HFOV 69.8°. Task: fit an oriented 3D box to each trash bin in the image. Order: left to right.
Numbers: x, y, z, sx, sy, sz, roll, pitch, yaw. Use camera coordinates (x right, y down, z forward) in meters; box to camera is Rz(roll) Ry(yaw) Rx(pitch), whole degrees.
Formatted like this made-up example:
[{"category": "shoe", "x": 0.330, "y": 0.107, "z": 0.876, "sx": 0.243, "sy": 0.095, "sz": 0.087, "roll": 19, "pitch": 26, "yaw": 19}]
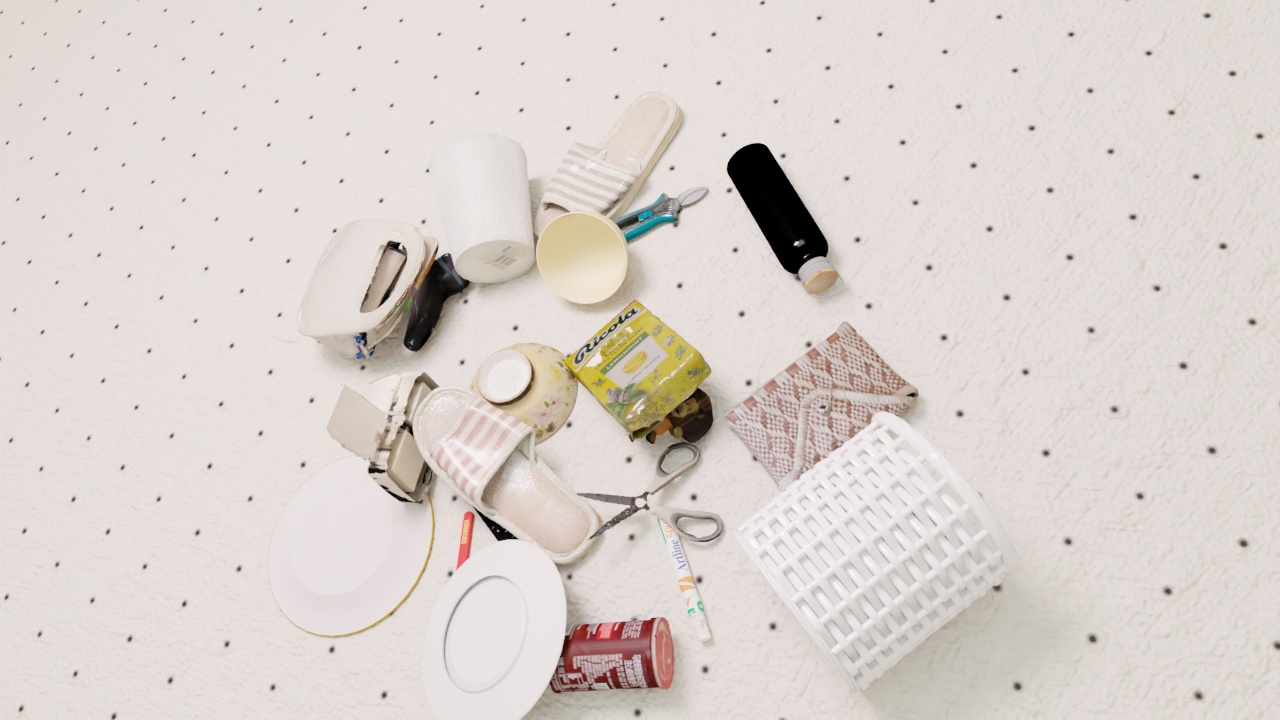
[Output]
[{"category": "trash bin", "x": -0.206, "y": -0.198, "z": 1.225, "sx": 0.133, "sy": 0.133, "sz": 0.161, "roll": -17, "pitch": 66, "yaw": 9}]

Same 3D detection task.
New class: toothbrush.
[{"category": "toothbrush", "x": -0.213, "y": 0.275, "z": 1.054, "sx": 0.012, "sy": 0.018, "sz": 0.212, "roll": -4, "pitch": 64, "yaw": 16}]

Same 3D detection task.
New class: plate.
[{"category": "plate", "x": -0.362, "y": 0.220, "z": 1.128, "sx": 0.230, "sy": 0.021, "sz": 0.229, "roll": -8, "pitch": 63, "yaw": 15}, {"category": "plate", "x": -0.164, "y": 0.292, "z": 0.982, "sx": 0.209, "sy": 0.015, "sz": 0.208, "roll": -21, "pitch": 53, "yaw": 30}]

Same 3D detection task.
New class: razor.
[{"category": "razor", "x": -0.275, "y": -0.076, "z": 1.232, "sx": 0.064, "sy": 0.053, "sz": 0.140, "roll": 19, "pitch": 75, "yaw": -1}]

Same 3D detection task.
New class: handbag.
[{"category": "handbag", "x": -0.349, "y": -0.098, "z": 1.229, "sx": 0.200, "sy": 0.093, "sz": 0.200, "roll": 0, "pitch": 64, "yaw": 37}, {"category": "handbag", "x": 0.198, "y": 0.052, "z": 1.012, "sx": 0.186, "sy": 0.047, "sz": 0.124, "roll": -37, "pitch": 59, "yaw": -2}]

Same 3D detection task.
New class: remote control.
[{"category": "remote control", "x": -0.176, "y": 0.181, "z": 1.093, "sx": 0.030, "sy": 0.009, "sz": 0.140, "roll": -42, "pitch": 60, "yaw": -4}]

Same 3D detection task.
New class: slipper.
[{"category": "slipper", "x": -0.155, "y": 0.126, "z": 1.050, "sx": 0.263, "sy": 0.052, "sz": 0.115, "roll": 41, "pitch": 82, "yaw": 11}, {"category": "slipper", "x": -0.045, "y": -0.264, "z": 1.246, "sx": 0.114, "sy": 0.054, "sz": 0.272, "roll": 35, "pitch": 78, "yaw": 24}]

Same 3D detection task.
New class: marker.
[{"category": "marker", "x": 0.046, "y": 0.232, "z": 0.991, "sx": 0.017, "sy": 0.017, "sz": 0.145, "roll": -23, "pitch": 60, "yaw": 6}]

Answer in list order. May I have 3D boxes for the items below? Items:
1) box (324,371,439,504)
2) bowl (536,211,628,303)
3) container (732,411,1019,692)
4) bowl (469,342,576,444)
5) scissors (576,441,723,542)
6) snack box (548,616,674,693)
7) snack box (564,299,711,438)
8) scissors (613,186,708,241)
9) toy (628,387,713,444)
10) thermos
[{"category": "box", "x": -0.320, "y": 0.070, "z": 1.091, "sx": 0.099, "sy": 0.184, "sz": 0.143, "roll": 0, "pitch": 56, "yaw": 19}, {"category": "bowl", "x": -0.065, "y": -0.140, "z": 1.171, "sx": 0.118, "sy": 0.118, "sz": 0.073, "roll": -3, "pitch": 22, "yaw": 17}, {"category": "container", "x": 0.215, "y": 0.177, "z": 0.863, "sx": 0.187, "sy": 0.189, "sz": 0.189, "roll": -38, "pitch": 60, "yaw": -1}, {"category": "bowl", "x": -0.156, "y": 0.031, "z": 1.129, "sx": 0.145, "sy": 0.063, "sz": 0.145, "roll": -7, "pitch": 62, "yaw": 13}, {"category": "scissors", "x": 0.019, "y": 0.155, "z": 1.020, "sx": 0.157, "sy": 0.013, "sz": 0.170, "roll": 29, "pitch": 63, "yaw": 16}, {"category": "snack box", "x": -0.032, "y": 0.306, "z": 0.950, "sx": 0.121, "sy": 0.072, "sz": 0.072, "roll": -9, "pitch": 63, "yaw": 15}, {"category": "snack box", "x": -0.006, "y": 0.006, "z": 1.063, "sx": 0.121, "sy": 0.045, "sz": 0.181, "roll": -41, "pitch": 34, "yaw": -4}, {"category": "scissors", "x": 0.021, "y": -0.188, "z": 1.204, "sx": 0.136, "sy": 0.019, "sz": 0.138, "roll": 10, "pitch": 68, "yaw": 20}, {"category": "toy", "x": 0.033, "y": 0.066, "z": 1.047, "sx": 0.100, "sy": 0.063, "sz": 0.076, "roll": -25, "pitch": 76, "yaw": -15}, {"category": "thermos", "x": 0.178, "y": -0.165, "z": 1.115, "sx": 0.061, "sy": 0.061, "sz": 0.231, "roll": -27, "pitch": 60, "yaw": 4}]
